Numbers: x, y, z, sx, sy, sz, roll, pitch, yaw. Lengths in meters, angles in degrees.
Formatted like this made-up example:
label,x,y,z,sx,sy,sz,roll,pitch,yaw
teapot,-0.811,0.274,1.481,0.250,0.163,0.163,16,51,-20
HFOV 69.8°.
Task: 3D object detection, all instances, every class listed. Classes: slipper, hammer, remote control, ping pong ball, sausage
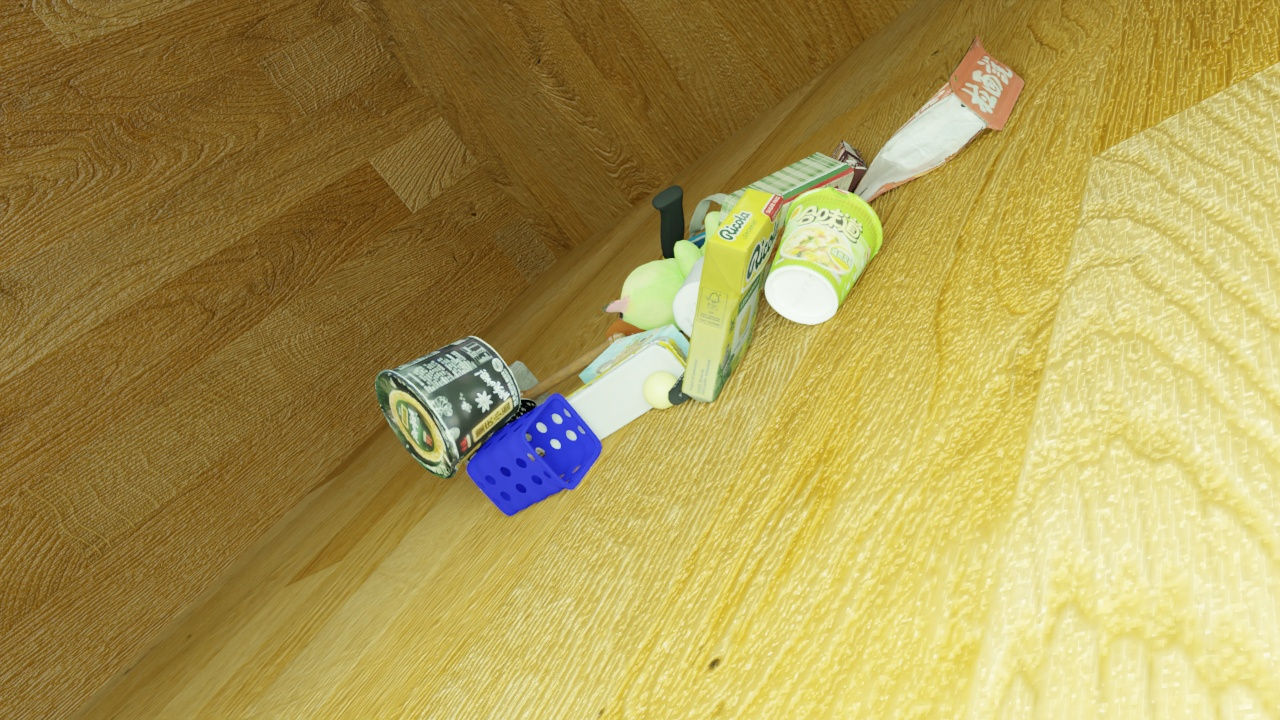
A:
label,x,y,z,sx,sy,sz,roll,pitch,yaw
slipper,0.140,-0.203,1.315,0.118,0.060,0.296,1,-17,-36
hammer,0.043,-0.144,1.239,0.127,0.029,0.324,-32,-18,-9
hammer,-0.133,0.034,1.323,0.319,0.083,0.162,-31,14,35
remote control,0.068,0.002,0.974,0.033,0.015,0.146,-32,11,37
ping pong ball,0.022,0.031,0.966,0.040,0.040,0.040,-37,12,9
sausage,-0.010,-0.045,1.337,0.039,0.044,0.164,-16,2,-23

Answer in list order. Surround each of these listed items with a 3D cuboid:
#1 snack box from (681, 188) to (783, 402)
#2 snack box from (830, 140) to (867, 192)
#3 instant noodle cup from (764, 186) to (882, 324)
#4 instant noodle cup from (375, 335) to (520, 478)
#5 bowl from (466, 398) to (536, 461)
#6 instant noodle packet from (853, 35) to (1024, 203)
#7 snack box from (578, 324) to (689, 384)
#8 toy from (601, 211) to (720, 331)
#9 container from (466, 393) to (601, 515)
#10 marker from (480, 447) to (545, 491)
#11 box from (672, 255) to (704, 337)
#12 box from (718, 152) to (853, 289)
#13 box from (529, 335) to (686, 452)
label,x,y,z,sx,sy,sz,roll,pitch,yaw
snack box,0.088,-0.057,0.874,0.121,0.045,0.181,-53,-23,-50
snack box,0.279,-0.263,1.263,0.051,0.032,0.140,-57,4,23
instant noodle cup,0.170,-0.095,0.881,0.099,0.099,0.107,-25,26,49
instant noodle cup,-0.205,0.043,1.012,0.112,0.137,0.138,-37,9,-32
bowl,-0.186,0.107,1.223,0.120,0.066,0.120,-20,-18,-7
instant noodle packet,0.337,-0.263,1.110,0.222,0.084,0.163,-43,6,46
snack box,-0.007,0.007,1.119,0.074,0.053,0.175,-43,13,-22
toy,0.059,-0.098,1.188,0.197,0.107,0.150,-45,-16,5
container,-0.118,0.107,1.006,0.114,0.085,0.084,-30,14,40
marker,-0.160,0.133,1.188,0.134,0.020,0.017,-33,3,25
box,0.111,-0.096,1.087,0.126,0.084,0.155,-32,17,30
box,0.153,-0.145,0.995,0.204,0.051,0.118,-30,-39,-44
box,-0.036,0.046,1.028,0.210,0.064,0.037,-33,13,25
